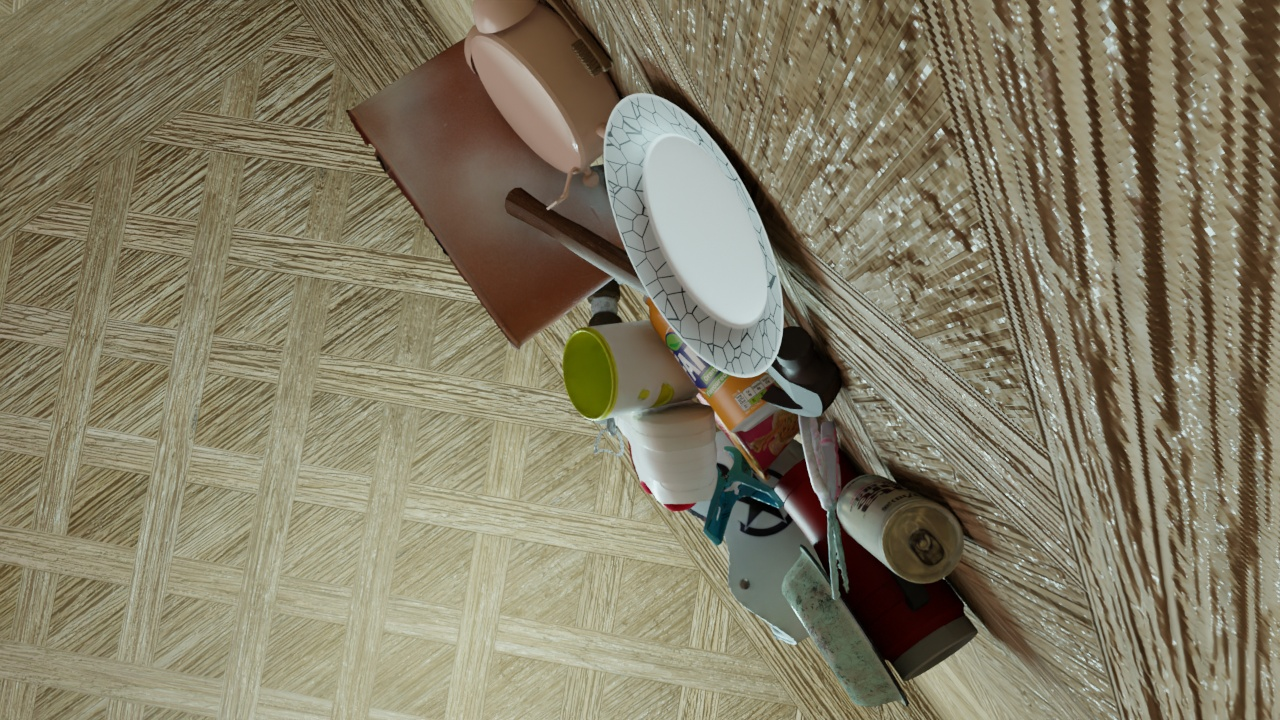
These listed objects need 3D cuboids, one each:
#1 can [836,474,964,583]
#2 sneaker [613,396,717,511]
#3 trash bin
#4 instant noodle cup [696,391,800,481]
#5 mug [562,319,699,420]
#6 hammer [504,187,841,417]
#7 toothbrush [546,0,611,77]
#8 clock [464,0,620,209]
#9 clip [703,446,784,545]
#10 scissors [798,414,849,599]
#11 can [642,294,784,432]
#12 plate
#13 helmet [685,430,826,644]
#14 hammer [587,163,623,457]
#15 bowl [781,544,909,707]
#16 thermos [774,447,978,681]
[{"bbox_3d":[0.179,0.115,0.648,0.054,0.054,0.135,54,180,0],"label":"can"},{"bbox_3d":[0.026,0.092,0.902,0.236,0.090,0.104,-159,61,-80],"label":"sneaker"},{"bbox_3d":[-0.131,-0.158,0.877,0.260,0.157,0.181,56,176,-7],"label":"trash bin"},{"bbox_3d":[0.101,0.026,0.930,0.178,0.077,0.178,53,179,1],"label":"instant noodle cup"},{"bbox_3d":[-0.005,0.005,0.827,0.083,0.106,0.082,18,113,51],"label":"mug"},{"bbox_3d":[0.013,-0.055,0.707,0.323,0.033,0.115,34,170,27],"label":"hammer"},{"bbox_3d":[-0.072,-0.266,0.651,0.167,0.016,0.016,55,179,11],"label":"toothbrush"},{"bbox_3d":[-0.082,-0.208,0.721,0.160,0.086,0.131,57,166,-7],"label":"clock"},{"bbox_3d":[0.097,0.116,0.881,0.027,0.104,0.120,57,-175,-21],"label":"clip"},{"bbox_3d":[0.146,0.101,0.723,0.173,0.014,0.170,62,-153,-44],"label":"scissors"},{"bbox_3d":[0.070,-0.014,0.776,0.142,0.079,0.079,54,180,10],"label":"can"},{"bbox_3d":[0.035,-0.078,0.577,0.188,0.016,0.189,50,157,30],"label":"plate"},{"bbox_3d":[0.157,0.177,1.051,0.236,0.164,0.263,54,-174,-50],"label":"helmet"},{"bbox_3d":[-0.040,-0.046,1.051,0.177,0.079,0.325,54,-150,-68],"label":"hammer"},{"bbox_3d":[0.169,0.237,0.796,0.157,0.038,0.157,57,179,0],"label":"bowl"},{"bbox_3d":[0.204,0.171,0.809,0.198,0.084,0.108,57,169,29],"label":"thermos"}]
